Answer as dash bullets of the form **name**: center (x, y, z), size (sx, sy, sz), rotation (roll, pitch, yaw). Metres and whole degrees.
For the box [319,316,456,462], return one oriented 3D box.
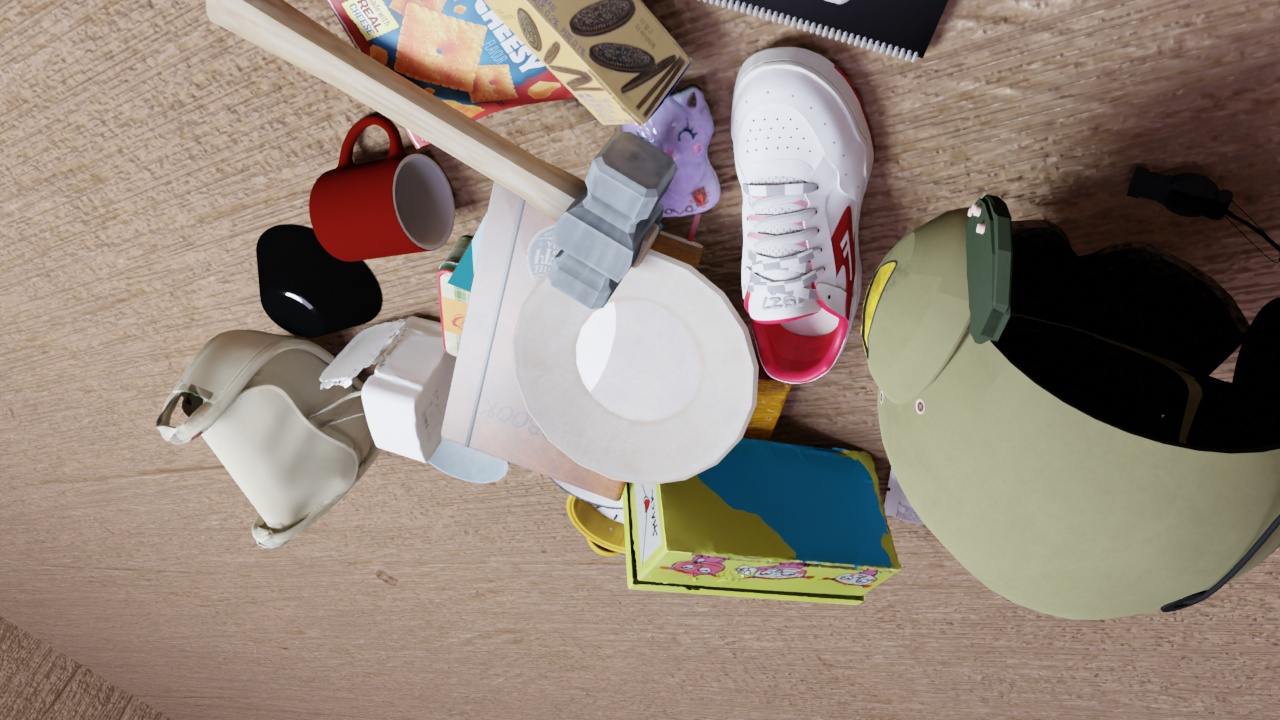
- **box**: center (-0.240, 0.015, 0.850), size (0.130, 0.109, 0.103), rotation (12, 140, 8)

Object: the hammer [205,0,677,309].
- **hammer**: center (-0.133, -0.154, 0.589), size (0.323, 0.051, 0.118), rotation (31, 141, 0)

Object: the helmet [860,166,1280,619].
- **helmet**: center (0.242, 0.008, 0.504), size (0.250, 0.254, 0.233), rotation (15, 137, 9)

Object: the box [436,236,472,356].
- **box**: center (-0.068, -0.026, 0.776), size (0.205, 0.050, 0.118), rotation (18, 140, 5)

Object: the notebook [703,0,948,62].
- **notebook**: center (0.076, -0.252, 0.483), size (0.207, 0.016, 0.149), rotation (18, 139, 3)

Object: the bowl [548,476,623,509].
- **bowl**: center (-0.030, 0.082, 0.868), size (0.116, 0.065, 0.116), rotation (12, 140, 10)

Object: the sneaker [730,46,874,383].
- **sneaker**: center (0.100, -0.077, 0.602), size (0.090, 0.104, 0.237), rotation (6, 138, 17)

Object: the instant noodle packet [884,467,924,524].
- **instant noodle packet**: center (0.288, 0.124, 0.812), size (0.134, 0.026, 0.087), rotation (8, 139, 14)

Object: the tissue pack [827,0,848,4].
- **tissue pack**: center (0.036, -0.251, 0.450), size (0.181, 0.071, 0.104), rotation (20, 123, -3)

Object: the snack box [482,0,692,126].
- **snack box**: center (-0.062, -0.220, 0.513), size (0.206, 0.057, 0.056), rotation (40, 171, -32)

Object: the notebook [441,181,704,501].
- **notebook**: center (-0.067, -0.020, 0.721), size (0.178, 0.014, 0.250), rotation (20, 117, 4)

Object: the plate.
- **plate**: center (-0.004, 0.005, 0.687), size (0.189, 0.027, 0.189), rotation (7, 114, 15)

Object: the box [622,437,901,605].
- **box**: center (0.101, 0.134, 0.781), size (0.220, 0.124, 0.082), rotation (9, 143, -22)

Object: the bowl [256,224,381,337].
- **bowl**: center (-0.305, -0.058, 0.835), size (0.124, 0.052, 0.124), rotation (12, 140, 10)

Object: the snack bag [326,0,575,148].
- **snack bag**: center (-0.116, -0.211, 0.590), size (0.144, 0.039, 0.131), rotation (-11, 130, 20)

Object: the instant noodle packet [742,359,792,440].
- **instant noodle packet**: center (0.069, 0.046, 0.793), size (0.098, 0.039, 0.136), rotation (2, 141, -8)

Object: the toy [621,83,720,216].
- **toy**: center (0.014, -0.137, 0.621), size (0.080, 0.036, 0.100), rotation (-3, 136, 15)

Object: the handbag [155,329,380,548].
- **handbag**: center (-0.328, 0.068, 0.882), size (0.132, 0.183, 0.229), rotation (6, 140, 18)

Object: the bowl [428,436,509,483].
- **bowl**: center (-0.180, 0.080, 0.950), size (0.106, 0.039, 0.106), rotation (12, 140, 10)

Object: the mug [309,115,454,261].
- **mug**: center (-0.201, -0.132, 0.703), size (0.083, 0.073, 0.106), rotation (-4, 106, 26)

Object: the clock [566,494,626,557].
- **clock**: center (-0.015, 0.163, 0.969), size (0.114, 0.051, 0.152), rotation (3, 133, 20)
